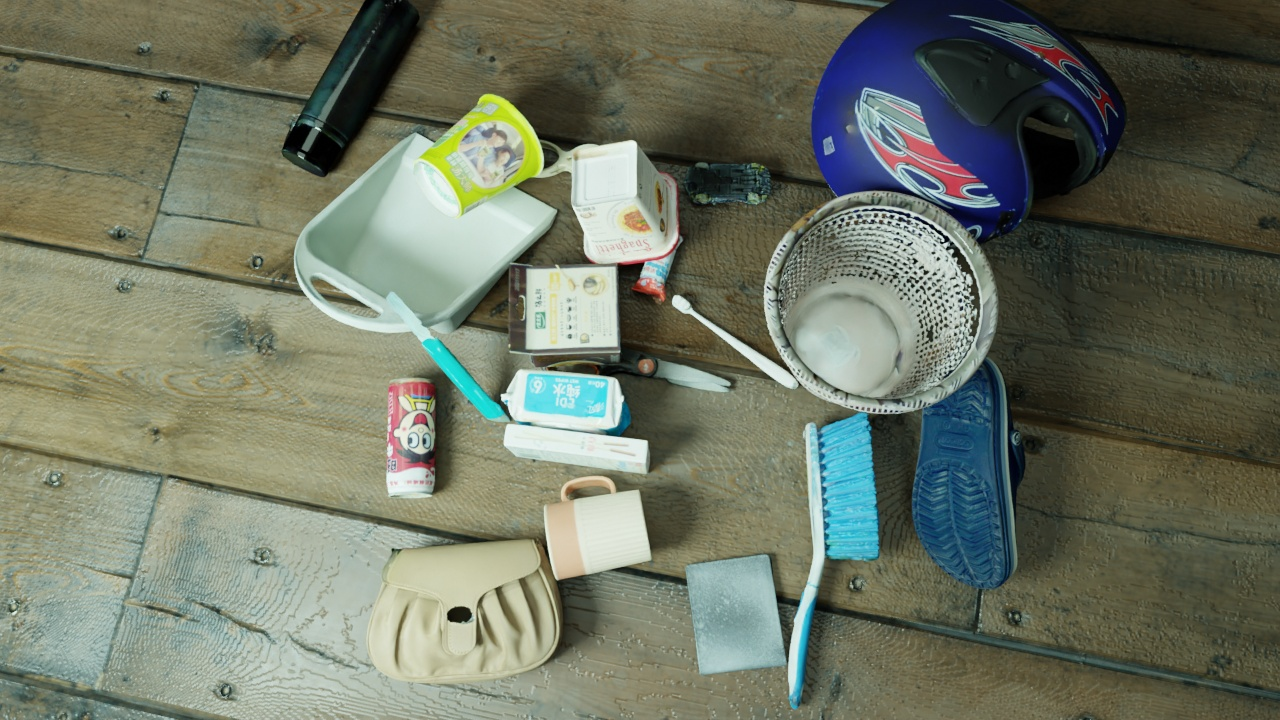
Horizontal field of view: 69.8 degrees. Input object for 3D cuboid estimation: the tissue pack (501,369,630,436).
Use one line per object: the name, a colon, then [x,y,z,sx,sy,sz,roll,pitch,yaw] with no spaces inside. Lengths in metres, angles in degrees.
tissue pack: [-0.081,0.052,1.032,0.140,0.090,0.063,5,77,3]

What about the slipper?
slipper: [0.362,0.116,1.000,0.095,0.105,0.253,-4,90,-40]

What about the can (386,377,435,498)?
can: [-0.262,0.089,1.050,0.053,0.053,0.132,-3,77,2]

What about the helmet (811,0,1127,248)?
helmet: [0.338,-0.240,1.002,0.315,0.247,0.240,32,79,2]

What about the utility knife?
utility knife: [-0.211,0.001,1.012,0.029,0.219,0.013,-14,43,24]

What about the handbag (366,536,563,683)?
handbag: [-0.187,0.268,0.982,0.204,0.100,0.147,-5,74,-2]

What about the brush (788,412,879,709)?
brush: [0.209,0.216,1.004,0.109,0.060,0.314,-3,79,7]

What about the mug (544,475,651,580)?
mug: [-0.049,0.178,1.014,0.106,0.082,0.114,-10,47,-2]

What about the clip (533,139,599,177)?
clip: [-0.085,-0.244,1.130,0.100,0.035,0.074,9,79,9]

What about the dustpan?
dustpan: [-0.262,-0.142,1.060,0.223,0.143,0.257,30,81,8]

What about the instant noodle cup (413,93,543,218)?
instant noodle cup: [-0.196,-0.232,1.074,0.111,0.112,0.123,43,65,11]

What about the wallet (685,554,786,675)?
wallet: [0.104,0.279,1.010,0.097,0.019,0.120,-7,76,-1]

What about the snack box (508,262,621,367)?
snack box: [-0.086,-0.054,1.057,0.125,0.053,0.113,-2,69,-1]

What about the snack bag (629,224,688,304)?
snack bag: [0.023,-0.119,1.099,0.045,0.026,0.105,15,75,13]

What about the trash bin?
trash bin: [0.238,-0.040,0.985,0.227,0.192,0.227,-1,77,2]

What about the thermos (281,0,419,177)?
thermos: [-0.373,-0.352,1.152,0.090,0.068,0.242,21,78,30]

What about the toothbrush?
toothbrush: [0.111,-0.022,1.078,0.180,0.016,0.016,37,83,10]

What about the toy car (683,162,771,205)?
toy car: [0.105,-0.213,1.114,0.105,0.031,0.049,1,76,1]

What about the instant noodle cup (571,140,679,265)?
instant noodle cup: [-0.023,-0.182,1.051,0.116,0.124,0.116,-6,69,16]

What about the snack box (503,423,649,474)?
snack box: [-0.068,0.099,1.023,0.157,0.085,0.026,6,75,4]

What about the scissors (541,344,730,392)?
scissors: [-0.003,-0.011,1.077,0.235,0.022,0.139,-6,76,2]
